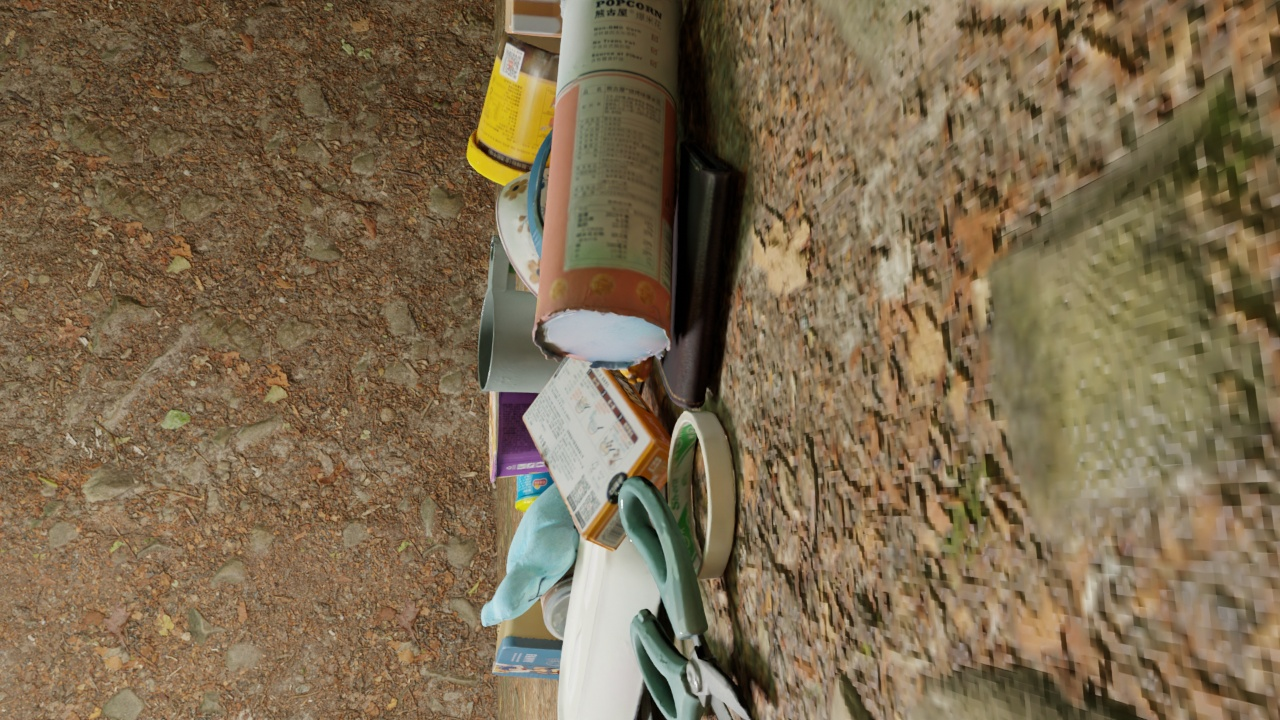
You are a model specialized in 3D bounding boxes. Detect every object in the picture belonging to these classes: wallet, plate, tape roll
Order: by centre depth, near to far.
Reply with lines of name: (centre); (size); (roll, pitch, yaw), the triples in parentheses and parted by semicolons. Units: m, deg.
tape roll: (0.030, 0.069, 0.473); (0.086, 0.014, 0.086); (180, 91, -78)
wallet: (0.026, -0.048, 0.485); (0.096, 0.020, 0.122); (-111, 25, -66)
plate: (-0.026, 0.178, 0.636); (0.162, 0.034, 0.266); (-109, 27, -66)

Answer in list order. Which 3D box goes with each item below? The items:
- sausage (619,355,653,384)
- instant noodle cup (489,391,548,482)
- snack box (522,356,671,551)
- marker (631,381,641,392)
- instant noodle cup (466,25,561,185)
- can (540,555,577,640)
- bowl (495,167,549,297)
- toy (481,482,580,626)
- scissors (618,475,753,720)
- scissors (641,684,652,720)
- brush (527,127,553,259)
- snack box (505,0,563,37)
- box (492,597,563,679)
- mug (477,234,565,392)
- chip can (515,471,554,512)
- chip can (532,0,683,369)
sausage: (-0.002, -0.042, 0.554); (0.164, 0.021, 0.021); (-89, 7, -49)
instant noodle cup: (-0.083, 0.050, 0.809); (0.112, 0.099, 0.111); (178, 91, -78)
snack box: (-0.029, 0.048, 0.593); (0.075, 0.026, 0.153); (-54, 31, 9)
marker: (-0.004, 0.004, 0.629); (0.146, 0.017, 0.017); (105, 162, -49)
instant noodle cup: (-0.080, -0.214, 0.776); (0.118, 0.118, 0.115); (-107, 28, -55)
can: (-0.060, 0.186, 0.794); (0.116, 0.058, 0.058); (-116, 29, -66)
bowl: (-0.045, -0.095, 0.671); (0.062, 0.113, 0.113); (-27, 52, 27)
toy: (-0.074, 0.144, 0.744); (0.161, 0.050, 0.156); (-49, 11, -8)
scissors: (0.020, 0.152, 0.471); (0.176, 0.019, 0.172); (-120, 26, -46)
scissors: (0.009, 0.278, 0.567); (0.221, 0.021, 0.233); (114, 155, -52)
brush: (-0.030, -0.106, 0.557); (0.055, 0.073, 0.143); (135, 150, -61)
snack box: (-0.046, -0.276, 0.647); (0.077, 0.094, 0.093); (-118, 30, -68)
box: (-0.094, 0.264, 0.884); (0.185, 0.089, 0.062); (111, 163, -63)
mug: (-0.073, -0.033, 0.739); (0.084, 0.103, 0.124); (-161, 76, -72)
chip can: (-0.090, 0.043, 0.915); (0.071, 0.071, 0.210); (120, 148, -68)
chip can: (-0.015, -0.106, 0.489); (0.071, 0.071, 0.214); (116, 158, -65)
